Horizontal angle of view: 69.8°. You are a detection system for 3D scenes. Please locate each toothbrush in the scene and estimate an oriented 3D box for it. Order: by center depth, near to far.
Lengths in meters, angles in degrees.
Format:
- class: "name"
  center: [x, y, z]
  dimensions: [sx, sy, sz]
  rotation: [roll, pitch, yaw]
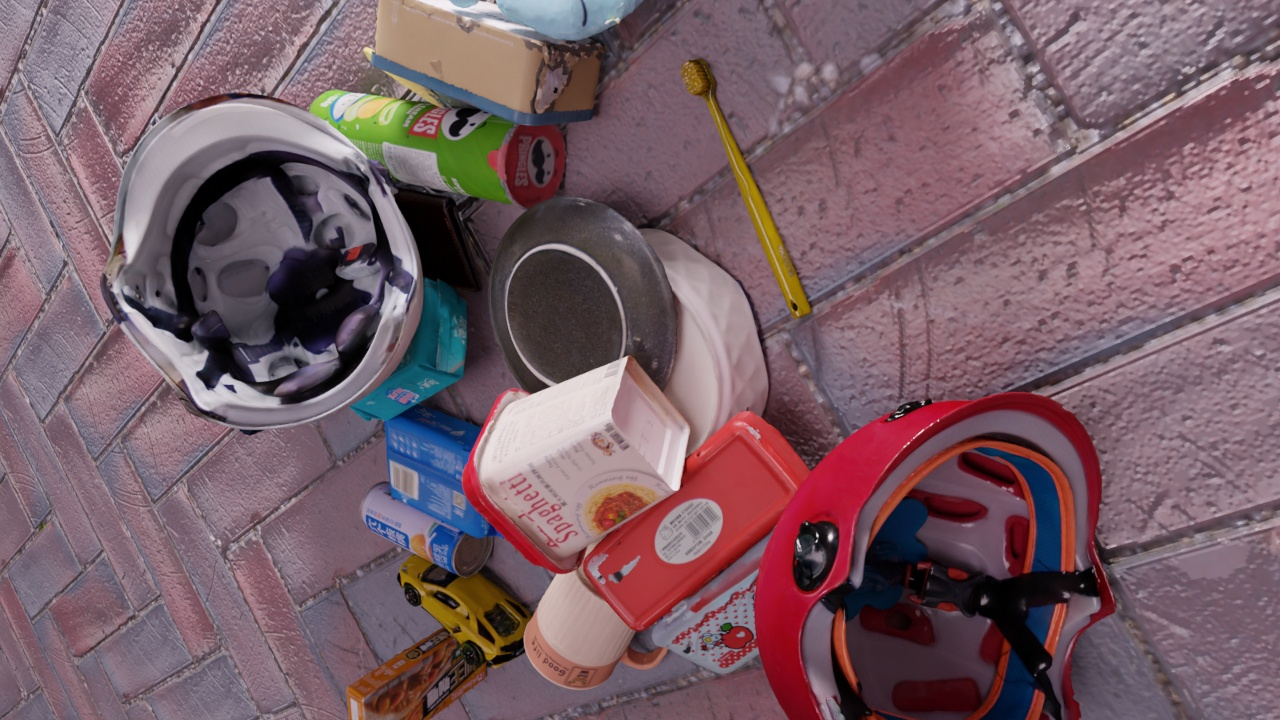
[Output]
- class: "toothbrush"
  center: [0.071, -0.116, 0.622]
  dimensions: [0.016, 0.016, 0.190]
  rotation: [-23, 91, 39]

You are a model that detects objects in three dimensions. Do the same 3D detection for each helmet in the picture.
- class: "helmet"
  center: [0.158, 0.128, 0.542]
  dimensions: [0.144, 0.206, 0.240]
  rotation: [15, 96, 64]
- class: "helmet"
  center: [-0.285, -0.070, 0.743]
  dimensions: [0.229, 0.146, 0.258]
  rotation: [-32, 82, -5]

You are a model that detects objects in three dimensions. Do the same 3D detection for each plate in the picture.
- class: "plate"
  center: [-0.052, -0.031, 0.678]
  dimensions: [0.180, 0.024, 0.179]
  rotation: [11, 110, 33]
- class: "plate"
  center: [-0.004, 0.004, 0.699]
  dimensions: [0.205, 0.045, 0.205]
  rotation: [13, 112, 33]

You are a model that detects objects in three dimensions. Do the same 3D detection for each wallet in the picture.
- class: "wallet"
  center: [-0.197, -0.109, 0.798]
  dimensions: [0.122, 0.020, 0.096]
  rotation: [17, 141, 30]

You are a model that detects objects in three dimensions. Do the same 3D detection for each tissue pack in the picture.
- class: "tissue pack"
  center: [-0.210, -0.007, 0.816]
  dimensions: [0.134, 0.050, 0.093]
  rotation: [-24, 55, 35]
- class: "tissue pack"
  center: [-0.177, 0.099, 0.850]
  dimensions: [0.157, 0.052, 0.095]
  rotation: [17, 116, 31]

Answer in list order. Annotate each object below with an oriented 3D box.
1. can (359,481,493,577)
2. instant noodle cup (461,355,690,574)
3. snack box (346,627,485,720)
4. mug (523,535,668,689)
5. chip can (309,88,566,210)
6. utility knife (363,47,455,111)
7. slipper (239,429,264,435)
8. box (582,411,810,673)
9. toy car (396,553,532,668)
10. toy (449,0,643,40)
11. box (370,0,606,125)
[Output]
- class: "can"
  center: [-0.210, 0.162, 0.892]
  dimensions: [0.135, 0.053, 0.053]
  rotation: [17, 114, 31]
- class: "instant noodle cup"
  center: [-0.040, 0.067, 0.639]
  dimensions: [0.124, 0.116, 0.116]
  rotation: [-29, 114, 27]
- class: "snack box"
  center: [-0.210, 0.308, 0.875]
  dimensions: [0.026, 0.153, 0.075]
  rotation: [16, 113, 32]
- class: "mug"
  center: [-0.027, 0.216, 0.769]
  dimensions: [0.114, 0.081, 0.106]
  rotation: [25, 120, -3]
- class: "chip can"
  center: [-0.174, -0.175, 0.745]
  dimensions: [0.236, 0.072, 0.072]
  rotation: [16, 113, 31]
- class: "utility knife"
  center: [-0.189, -0.225, 0.736]
  dimensions: [0.018, 0.031, 0.167]
  rotation: [-50, 46, 7]
- class: "slipper"
  center: [-0.347, -0.020, 0.899]
  dimensions: [0.095, 0.104, 0.254]
  rotation: [49, 124, 4]
- class: "box"
  center: [0.065, 0.143, 0.659]
  dimensions: [0.161, 0.058, 0.202]
  rotation: [40, 121, -4]
- class: "toy car"
  center: [-0.166, 0.229, 0.871]
  dimensions: [0.156, 0.071, 0.041]
  rotation: [34, 123, 23]
- class: "toy"
  center: [-0.056, -0.264, 0.624]
  dimensions: [0.161, 0.050, 0.156]
  rotation: [-20, 60, 6]
- class: "box"
  center: [-0.119, -0.229, 0.680]
  dimensions: [0.184, 0.089, 0.062]
  rotation: [26, 119, 30]
